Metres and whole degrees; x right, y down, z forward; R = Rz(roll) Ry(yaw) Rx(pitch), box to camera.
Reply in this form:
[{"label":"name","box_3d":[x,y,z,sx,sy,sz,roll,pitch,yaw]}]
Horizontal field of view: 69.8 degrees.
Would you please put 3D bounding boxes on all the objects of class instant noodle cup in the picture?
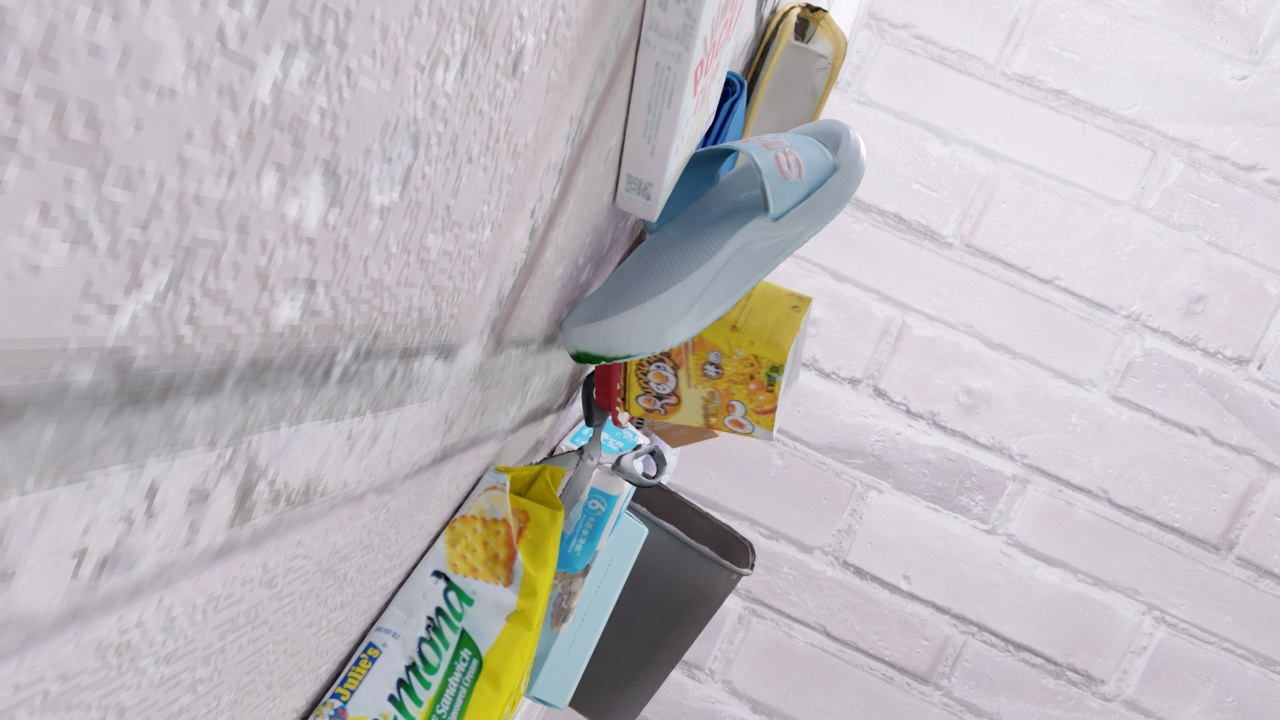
[{"label":"instant noodle cup","box_3d":[0.044,-0.010,0.618,0.115,0.124,0.116,-59,158,-44]}]

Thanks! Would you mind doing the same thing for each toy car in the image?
[{"label":"toy car","box_3d":[-0.005,0.056,0.985,0.042,0.035,0.090,-62,176,-20]}]

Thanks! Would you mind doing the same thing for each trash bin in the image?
[{"label":"trash bin","box_3d":[-0.017,0.245,0.977,0.220,0.198,0.199,-58,173,4]}]

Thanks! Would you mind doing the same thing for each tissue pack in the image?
[{"label":"tissue pack","box_3d":[-0.040,0.101,0.714,0.090,0.063,0.139,-65,174,14]}]

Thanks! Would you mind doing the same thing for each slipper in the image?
[{"label":"slipper","box_3d":[0.038,-0.083,0.535,0.104,0.074,0.244,-2,-147,48]}]

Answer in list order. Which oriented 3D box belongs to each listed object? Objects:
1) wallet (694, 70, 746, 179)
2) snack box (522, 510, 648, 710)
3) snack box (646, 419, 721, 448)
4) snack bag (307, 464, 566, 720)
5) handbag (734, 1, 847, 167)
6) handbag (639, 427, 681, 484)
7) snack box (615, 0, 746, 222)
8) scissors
[{"label":"wallet","box_3d":[0.050,-0.137,0.677,0.133,0.040,0.106,66,45,-80]},{"label":"snack box","box_3d":[-0.067,0.204,0.796,0.051,0.074,0.174,44,65,-42]},{"label":"snack box","box_3d":[0.060,0.043,1.123,0.093,0.077,0.094,-22,-148,51]},{"label":"snack bag","box_3d":[-0.104,0.177,0.448,0.245,0.068,0.158,-59,172,-51]},{"label":"handbag","box_3d":[0.114,-0.231,0.809,0.178,0.063,0.164,-83,-168,-57]},{"label":"handbag","box_3d":[-0.009,0.166,1.196,0.134,0.075,0.193,108,9,-49]},{"label":"snack box","box_3d":[0.023,-0.146,0.444,0.084,0.027,0.157,-62,174,-29]},{"label":"scissors","box_3d":[-0.033,0.063,0.622,0.014,0.159,0.173,-29,-134,29]}]
